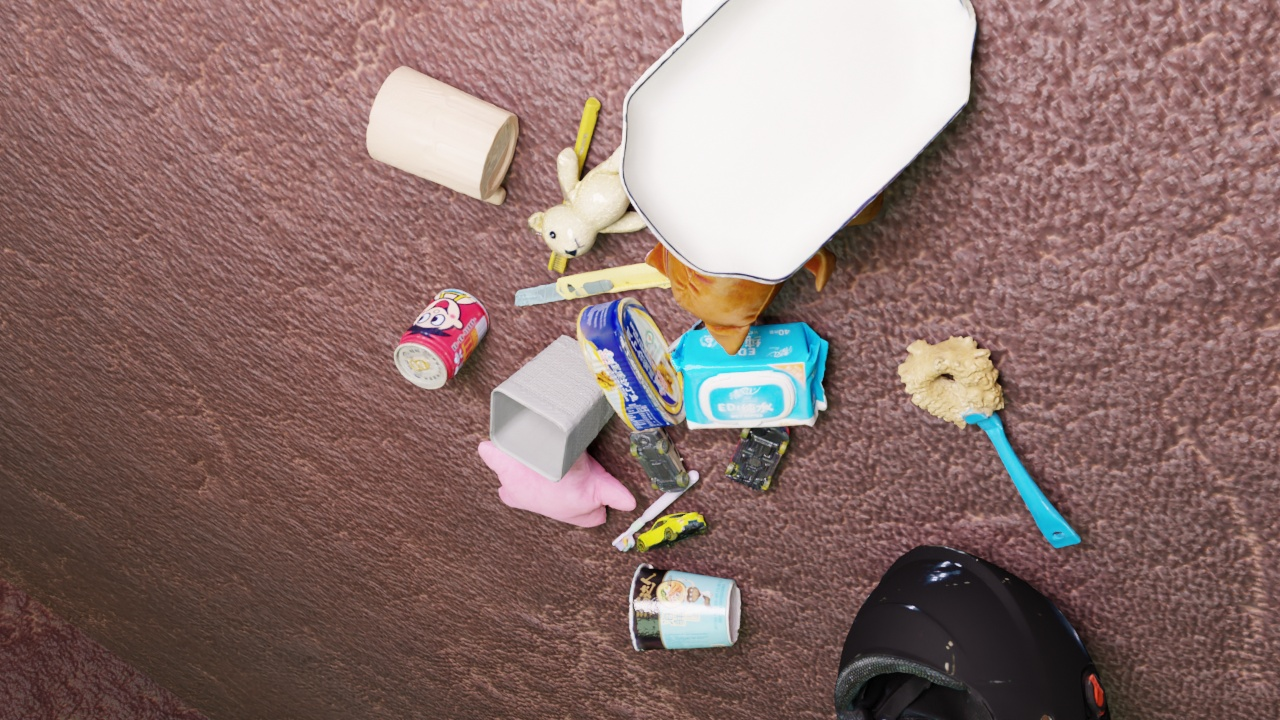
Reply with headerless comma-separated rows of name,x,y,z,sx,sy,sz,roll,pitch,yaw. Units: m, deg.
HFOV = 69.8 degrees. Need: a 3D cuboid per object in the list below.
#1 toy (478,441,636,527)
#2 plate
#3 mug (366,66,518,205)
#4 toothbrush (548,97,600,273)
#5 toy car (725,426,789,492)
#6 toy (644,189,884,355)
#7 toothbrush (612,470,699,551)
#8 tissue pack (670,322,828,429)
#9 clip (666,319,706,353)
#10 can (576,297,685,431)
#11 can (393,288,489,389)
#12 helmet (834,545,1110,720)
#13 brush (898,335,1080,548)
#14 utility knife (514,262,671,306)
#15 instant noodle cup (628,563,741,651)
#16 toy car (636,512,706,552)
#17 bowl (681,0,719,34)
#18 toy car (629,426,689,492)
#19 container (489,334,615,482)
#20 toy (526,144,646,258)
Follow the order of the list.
toy,-0.099,0.149,1.080,0.195,0.074,0.178,-7,137,35
plate,0.102,-0.170,0.601,0.162,0.265,0.034,47,175,-14
mug,-0.170,-0.186,0.806,0.103,0.084,0.125,23,160,3
toothbrush,-0.059,-0.150,0.822,0.016,0.015,0.191,21,136,1
toy car,0.122,0.093,0.946,0.049,0.031,0.106,20,137,7
toy,0.090,-0.101,0.728,0.140,0.130,0.200,54,131,20
toothbrush,0.018,0.179,1.084,0.029,0.021,0.190,10,141,-27
tissue pack,0.102,0.017,0.846,0.140,0.063,0.090,-3,132,8
clip,0.047,-0.018,0.886,0.033,0.025,0.057,39,140,-4
can,-0.005,0.005,0.898,0.049,0.074,0.148,-11,125,29
can,-0.207,-0.022,0.956,0.066,0.093,0.067,14,135,14
helmet,0.333,0.320,0.914,0.274,0.229,0.234,31,146,-17
brush,0.320,0.078,0.818,0.083,0.045,0.254,-27,109,37
utility knife,-0.041,-0.074,0.888,0.207,0.021,0.031,-3,122,34
instant noodle cup,0.059,0.307,1.132,0.121,0.111,0.111,-3,129,18
toy car,0.033,0.202,1.083,0.105,0.048,0.032,-38,62,48
bowl,0.077,-0.230,0.646,0.118,0.064,0.118,13,135,14
toy car,0.024,0.108,1.004,0.042,0.035,0.090,-9,122,34
container,-0.082,0.044,0.934,0.090,0.114,0.090,29,138,17
toy,-0.024,-0.141,0.778,0.158,0.066,0.105,-34,134,30
